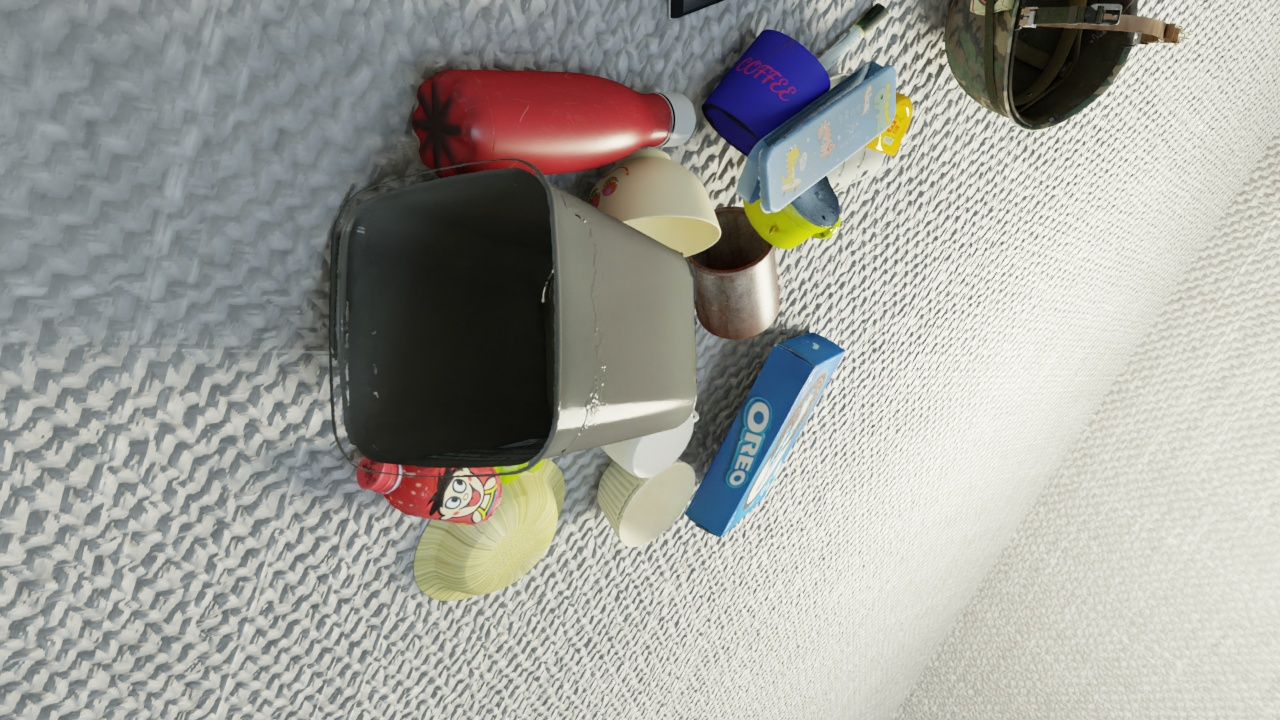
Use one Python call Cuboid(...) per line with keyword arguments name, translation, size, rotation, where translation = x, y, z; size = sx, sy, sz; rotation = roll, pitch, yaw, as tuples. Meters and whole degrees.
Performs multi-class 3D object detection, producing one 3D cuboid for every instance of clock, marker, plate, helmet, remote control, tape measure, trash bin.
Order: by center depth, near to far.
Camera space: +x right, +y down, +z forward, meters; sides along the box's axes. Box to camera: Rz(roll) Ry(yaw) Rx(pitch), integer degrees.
Cuboid(name="trash bin", translation=(-0.076, -0.020, 0.676), size=(0.219, 0.198, 0.197), rotation=(4, 84, -59))
Cuboid(name="remote control", translation=(0.072, -0.312, 0.756), size=(0.124, 0.012, 0.028), rotation=(-31, 141, -27))
Cuboid(name="clock", translation=(0.149, -0.150, 0.863), size=(0.118, 0.083, 0.057), rotation=(-16, 165, -45))
Cuboid(name="marker", translation=(0.188, -0.299, 0.897), size=(0.146, 0.017, 0.017), rotation=(-44, 145, -12))
Cuboid(name="tape measure", translation=(0.240, -0.237, 0.905), size=(0.068, 0.030, 0.059), rotation=(-5, 122, -51))
Cuboid(name="helmet", translation=(0.427, -0.350, 0.932), size=(0.192, 0.236, 0.225), rotation=(-5, 129, -29))
Cuboid(name="plate", translation=(-0.140, 0.184, 0.941), size=(0.184, 0.036, 0.185), rotation=(-30, 140, -29))

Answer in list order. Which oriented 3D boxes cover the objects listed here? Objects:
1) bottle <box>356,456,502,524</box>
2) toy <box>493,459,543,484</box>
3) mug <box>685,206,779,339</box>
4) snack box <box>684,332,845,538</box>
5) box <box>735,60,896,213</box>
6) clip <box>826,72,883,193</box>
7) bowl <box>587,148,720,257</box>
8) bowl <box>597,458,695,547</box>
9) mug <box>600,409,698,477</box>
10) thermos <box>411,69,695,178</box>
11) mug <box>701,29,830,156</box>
Cuboid(name="bottle", translation=(-0.185, 0.107, 0.798), size=(0.062, 0.062, 0.137), rotation=(-56, 146, 6))
Cuboid(name="toy", translation=(-0.107, 0.074, 0.880), size=(0.094, 0.036, 0.094), rotation=(-24, 140, -29))
Cuboid(name="mug", translation=(0.077, -0.082, 0.918), size=(0.123, 0.096, 0.110), rotation=(-11, 136, 5))
Cuboid(name="snack box", translation=(0.156, 0.085, 1.124), size=(0.239, 0.056, 0.195), rotation=(-64, 162, 16))
Cuboid(name="box", translation=(0.166, -0.197, 0.802), size=(0.209, 0.052, 0.067), rotation=(-41, 158, -34))
Cuboid(name="clip", translation=(0.204, -0.216, 0.946), size=(0.125, 0.089, 0.151), rotation=(-28, 149, -34))
Cuboid(name="bowl", translation=(0.005, -0.135, 0.776), size=(0.117, 0.118, 0.074), rotation=(10, 71, -52))
Cuboid(name="bowl", translation=(0.000, 0.148, 1.046), size=(0.115, 0.062, 0.115), rotation=(-30, 140, -29))
Cuboid(name="mug", translation=(0.010, 0.067, 0.979), size=(0.115, 0.068, 0.094), rotation=(-21, 135, -37))
Cuboid(name="thermos", translation=(-0.050, -0.177, 0.685), size=(0.239, 0.073, 0.073), rotation=(-15, 132, -42))
Cuboid(name="mug", translation=(0.113, -0.230, 0.828), size=(0.083, 0.079, 0.111), rotation=(-51, 168, -1))
